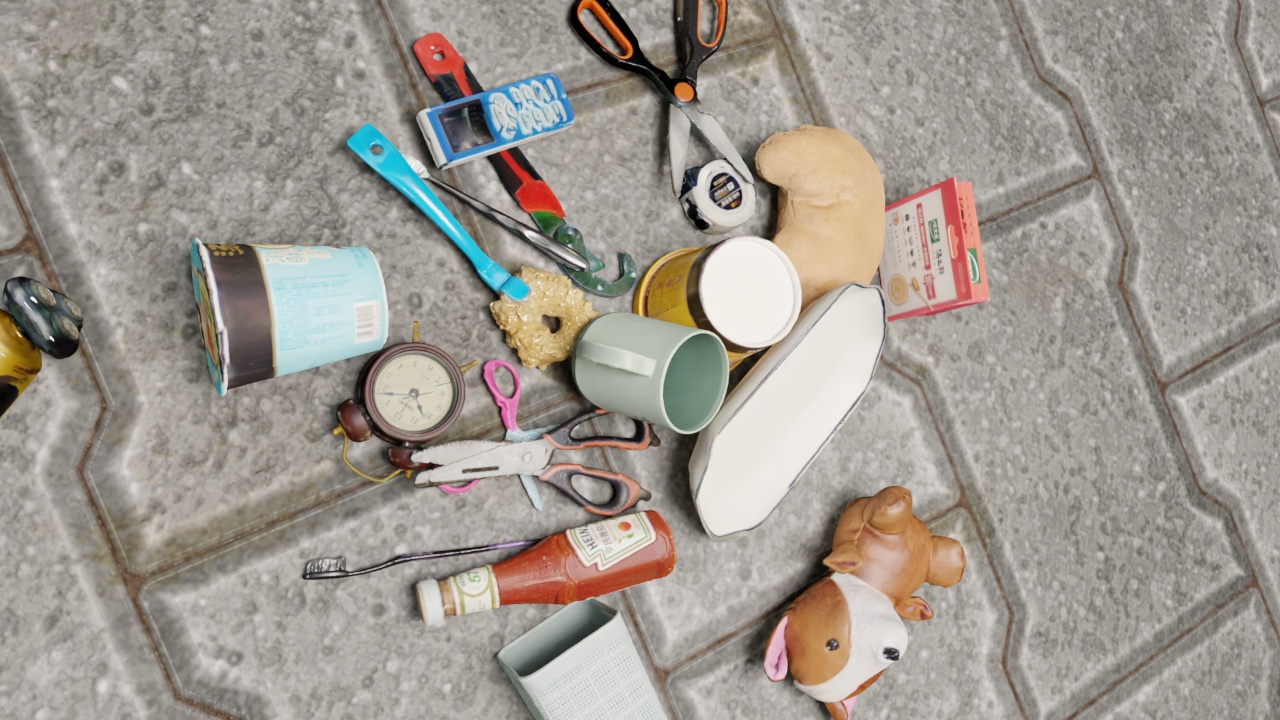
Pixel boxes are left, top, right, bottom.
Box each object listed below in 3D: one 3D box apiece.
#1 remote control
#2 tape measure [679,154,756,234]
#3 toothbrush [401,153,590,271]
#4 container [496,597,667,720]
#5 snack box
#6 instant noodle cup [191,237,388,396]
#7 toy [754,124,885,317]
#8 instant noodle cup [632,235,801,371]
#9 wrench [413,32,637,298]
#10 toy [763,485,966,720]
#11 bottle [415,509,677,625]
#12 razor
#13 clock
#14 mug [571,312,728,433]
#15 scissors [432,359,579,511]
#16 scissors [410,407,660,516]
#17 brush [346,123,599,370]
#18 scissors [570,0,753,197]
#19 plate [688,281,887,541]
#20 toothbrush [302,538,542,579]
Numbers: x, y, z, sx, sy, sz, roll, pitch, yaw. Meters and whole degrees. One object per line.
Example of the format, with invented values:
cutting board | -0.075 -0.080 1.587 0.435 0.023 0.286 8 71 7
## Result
remote control | -0.117 -0.198 0.758 0.124 0.024 0.049 -23 93 -23
tape measure | 0.071 -0.149 0.838 0.065 0.034 0.066 -20 88 -21
toothbrush | -0.120 -0.122 0.763 0.181 0.018 0.015 30 79 -11
container | -0.040 0.260 0.717 0.089 0.090 0.111 -30 97 -21
snack box | 0.277 -0.102 0.860 0.044 0.127 0.113 -6 86 -22
instant noodle cup | -0.253 -0.039 0.670 0.120 0.111 0.111 -11 87 -30
toy | 0.168 -0.104 0.849 0.143 0.083 0.226 -2 90 -24
instant noodle cup | 0.068 -0.049 0.781 0.118 0.115 0.118 3 81 -21
wrench | -0.100 -0.162 0.783 0.056 0.016 0.273 -42 99 -20
toy | 0.196 0.216 0.801 0.140 0.130 0.199 42 81 -17
bottle | -0.073 0.167 0.731 0.205 0.060 0.059 -10 87 -20
razor | -0.441 0.023 0.612 0.067 0.062 0.167 28 78 16
clock | -0.183 0.036 0.706 0.082 0.055 0.121 35 74 -15
mug | -0.004 0.004 0.723 0.111 0.106 0.082 18 88 -50
scissors | -0.110 0.064 0.754 0.133 0.017 0.134 -16 89 -26
scissors | -0.076 0.090 0.739 0.204 0.015 0.199 -46 113 -27
brush | -0.133 -0.089 0.741 0.254 0.046 0.083 46 74 -16
scissors | 0.026 -0.257 0.829 0.227 0.022 0.220 26 70 -9
plate | 0.127 0.039 0.801 0.265 0.034 0.162 -48 142 -18
toothbrush | -0.166 0.152 0.722 0.188 0.014 0.016 -4 73 -22
